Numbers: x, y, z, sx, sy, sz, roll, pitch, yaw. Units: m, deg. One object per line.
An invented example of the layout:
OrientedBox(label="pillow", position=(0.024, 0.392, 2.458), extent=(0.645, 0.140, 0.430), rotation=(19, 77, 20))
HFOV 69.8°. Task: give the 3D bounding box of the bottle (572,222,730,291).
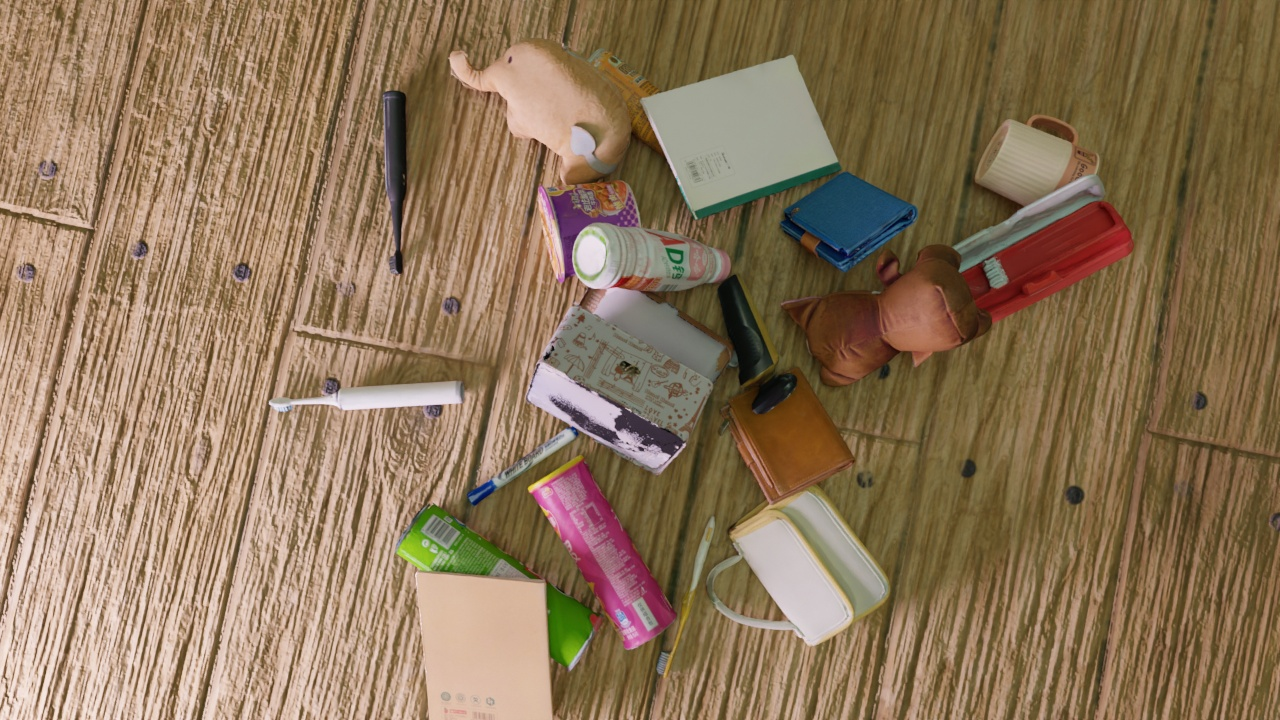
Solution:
OrientedBox(label="bottle", position=(0.020, -0.109, 0.995), extent=(0.196, 0.068, 0.068), rotation=(-2, 86, -43))

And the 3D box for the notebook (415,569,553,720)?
OrientedBox(label="notebook", position=(-0.168, 0.328, 1.001), extent=(0.148, 0.008, 0.208), rotation=(2, 106, 12))

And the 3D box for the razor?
OrientedBox(label="razor", position=(0.128, -0.023, 1.033), extent=(0.067, 0.062, 0.167), rotation=(-4, 64, -32))

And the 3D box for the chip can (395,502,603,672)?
OrientedBox(label="chip can", position=(-0.156, 0.249, 1.019), extent=(0.236, 0.072, 0.072), rotation=(34, 87, 1))

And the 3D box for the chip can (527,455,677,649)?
OrientedBox(label="chip can", position=(-0.042, 0.213, 1.023), extent=(0.071, 0.071, 0.210), rotation=(-31, 88, -2))

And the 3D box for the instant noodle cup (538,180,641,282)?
OrientedBox(label="instant noodle cup", position=(-0.056, -0.152, 1.029), extent=(0.099, 0.112, 0.111), rotation=(-15, 87, -10))

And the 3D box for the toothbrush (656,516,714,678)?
OrientedBox(label="toothbrush", position=(0.052, 0.269, 1.049), extent=(0.018, 0.016, 0.191), rotation=(17, 88, 9))

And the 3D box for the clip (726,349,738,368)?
OrientedBox(label="clip", position=(0.121, -0.010, 1.065), extent=(0.056, 0.028, 0.024), rotation=(-33, 90, -11))

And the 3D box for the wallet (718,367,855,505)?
OrientedBox(label="wallet", position=(0.156, 0.085, 1.028), extent=(0.119, 0.035, 0.130), rotation=(-28, 62, 3))

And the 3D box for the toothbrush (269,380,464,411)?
OrientedBox(label="toothbrush", position=(-0.314, 0.043, 1.053), extent=(0.221, 0.026, 0.026), rotation=(-4, 48, -1))

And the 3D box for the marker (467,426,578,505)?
OrientedBox(label="marker", position=(-0.135, 0.120, 1.055), extent=(0.146, 0.017, 0.017), rotation=(-33, 88, -2))

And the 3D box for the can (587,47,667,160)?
OrientedBox(label="can", position=(-0.002, -0.293, 1.056), extent=(0.146, 0.058, 0.058), rotation=(38, 87, 2))

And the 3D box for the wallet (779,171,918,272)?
OrientedBox(label="wallet", position=(0.228, -0.157, 1.022), extent=(0.106, 0.133, 0.040), rotation=(-36, 125, -3))

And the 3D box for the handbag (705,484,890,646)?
OrientedBox(label="handbag", position=(0.168, 0.242, 1.031), extent=(0.179, 0.063, 0.163), rotation=(-36, 86, 2))

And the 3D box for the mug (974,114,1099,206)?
OrientedBox(label="mug", position=(0.454, -0.230, 1.047), extent=(0.106, 0.082, 0.114), rotation=(24, 72, 2))

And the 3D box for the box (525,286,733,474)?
OrientedBox(label="box", position=(-0.005, 0.005, 1.007), extent=(0.182, 0.151, 0.168), rotation=(30, 66, -2))

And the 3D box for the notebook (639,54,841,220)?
OrientedBox(label="notebook", position=(0.119, -0.255, 1.041), extent=(0.208, 0.012, 0.150), rotation=(-22, 87, -23))

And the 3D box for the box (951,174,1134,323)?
OrientedBox(label="box", position=(0.409, -0.123, 0.994), extent=(0.202, 0.095, 0.099), rotation=(-30, 132, 25))

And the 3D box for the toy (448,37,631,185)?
OrientedBox(label="toy", position=(-0.108, -0.295, 1.027), extent=(0.226, 0.082, 0.144), rotation=(41, 127, 2))

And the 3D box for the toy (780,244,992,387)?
OrientedBox(label="toy", position=(0.266, -0.047, 1.004), extent=(0.200, 0.130, 0.140), rotation=(-24, 101, 27))

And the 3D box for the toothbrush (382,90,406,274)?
OrientedBox(label="toothbrush", position=(-0.285, -0.206, 1.068), extent=(0.027, 0.026, 0.212), rotation=(-2, 88, 34))
